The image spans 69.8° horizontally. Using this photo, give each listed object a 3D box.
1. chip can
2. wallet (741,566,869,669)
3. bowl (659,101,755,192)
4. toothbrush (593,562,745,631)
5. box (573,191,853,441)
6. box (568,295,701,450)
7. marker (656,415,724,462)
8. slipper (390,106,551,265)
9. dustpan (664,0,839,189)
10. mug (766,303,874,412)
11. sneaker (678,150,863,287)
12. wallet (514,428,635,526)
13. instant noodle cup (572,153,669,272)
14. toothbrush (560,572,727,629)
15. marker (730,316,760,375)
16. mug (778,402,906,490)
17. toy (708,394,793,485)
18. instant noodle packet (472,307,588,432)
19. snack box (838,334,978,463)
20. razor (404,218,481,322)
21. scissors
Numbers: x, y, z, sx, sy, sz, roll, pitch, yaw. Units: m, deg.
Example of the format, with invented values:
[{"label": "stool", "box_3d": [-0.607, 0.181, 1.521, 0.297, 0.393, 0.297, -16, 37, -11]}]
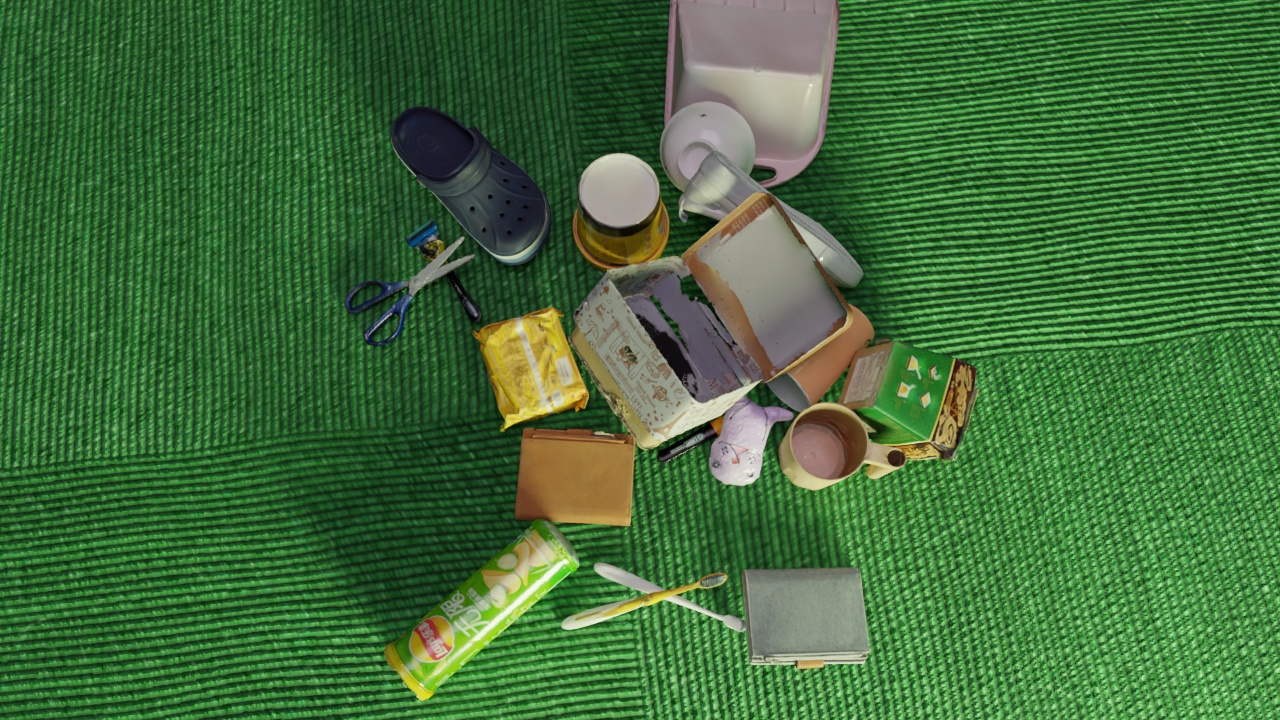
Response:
[{"label": "chip can", "box_3d": [-0.166, 0.263, 0.988, 0.221, 0.073, 0.072, -39, 78, -10]}, {"label": "wallet", "box_3d": [0.178, 0.280, 0.999, 0.129, 0.037, 0.106, 0, 68, -5]}, {"label": "bowl", "box_3d": [0.075, -0.243, 1.092, 0.118, 0.064, 0.118, 6, 116, 11]}, {"label": "toothbrush", "box_3d": [0.032, 0.262, 1.018, 0.180, 0.016, 0.016, 20, 74, 8]}, {"label": "box", "box_3d": [0.068, -0.047, 0.958, 0.227, 0.156, 0.180, -38, 75, 26]}, {"label": "box", "box_3d": [-0.006, 0.006, 1.047, 0.089, 0.059, 0.184, -28, 78, -35]}, {"label": "marker", "box_3d": [0.074, 0.085, 1.062, 0.123, 0.015, 0.018, -28, 75, -7]}, {"label": "slipper", "box_3d": [-0.206, -0.227, 1.107, 0.105, 0.095, 0.253, -44, 76, -8]}, {"label": "dustpan", "box_3d": [0.134, -0.354, 1.181, 0.222, 0.139, 0.272, 7, 47, 4]}, {"label": "mug", "box_3d": [0.208, -0.007, 1.058, 0.122, 0.078, 0.078, -40, 79, -15]}, {"label": "sneaker", "box_3d": [0.150, -0.139, 1.069, 0.242, 0.089, 0.091, 32, 115, -18]}, {"label": "wallet", "box_3d": [-0.074, 0.131, 1.043, 0.132, 0.031, 0.107, 3, 77, 0]}, {"label": "instant noodle cup", "box_3d": [-0.024, -0.176, 1.080, 0.118, 0.114, 0.118, 0, 75, 1]}, {"label": "toothbrush", "box_3d": [0.003, 0.264, 1.002, 0.191, 0.018, 0.016, -18, 82, 4]}, {"label": "marker", "box_3d": [0.131, -0.044, 1.094, 0.022, 0.018, 0.130, 19, 76, -9]}, {"label": "mug", "box_3d": [0.218, 0.102, 1.011, 0.124, 0.104, 0.084, 13, 76, 4]}, {"label": "toy", "box_3d": [0.118, 0.092, 1.040, 0.084, 0.039, 0.108, 20, 95, 9]}, {"label": "instant noodle packet", "box_3d": [-0.127, 0.011, 1.068, 0.110, 0.044, 0.128, -17, 78, -6]}, {"label": "snack box", "box_3d": [0.284, 0.041, 1.006, 0.105, 0.118, 0.117, 25, 75, -13]}, {"label": "razor", "box_3d": [-0.230, -0.104, 1.109, 0.043, 0.022, 0.142, -36, 77, 6]}, {"label": "scissors", "box_3d": [-0.271, -0.079, 1.096, 0.171, 0.012, 0.140, -4, 80, 9]}]
